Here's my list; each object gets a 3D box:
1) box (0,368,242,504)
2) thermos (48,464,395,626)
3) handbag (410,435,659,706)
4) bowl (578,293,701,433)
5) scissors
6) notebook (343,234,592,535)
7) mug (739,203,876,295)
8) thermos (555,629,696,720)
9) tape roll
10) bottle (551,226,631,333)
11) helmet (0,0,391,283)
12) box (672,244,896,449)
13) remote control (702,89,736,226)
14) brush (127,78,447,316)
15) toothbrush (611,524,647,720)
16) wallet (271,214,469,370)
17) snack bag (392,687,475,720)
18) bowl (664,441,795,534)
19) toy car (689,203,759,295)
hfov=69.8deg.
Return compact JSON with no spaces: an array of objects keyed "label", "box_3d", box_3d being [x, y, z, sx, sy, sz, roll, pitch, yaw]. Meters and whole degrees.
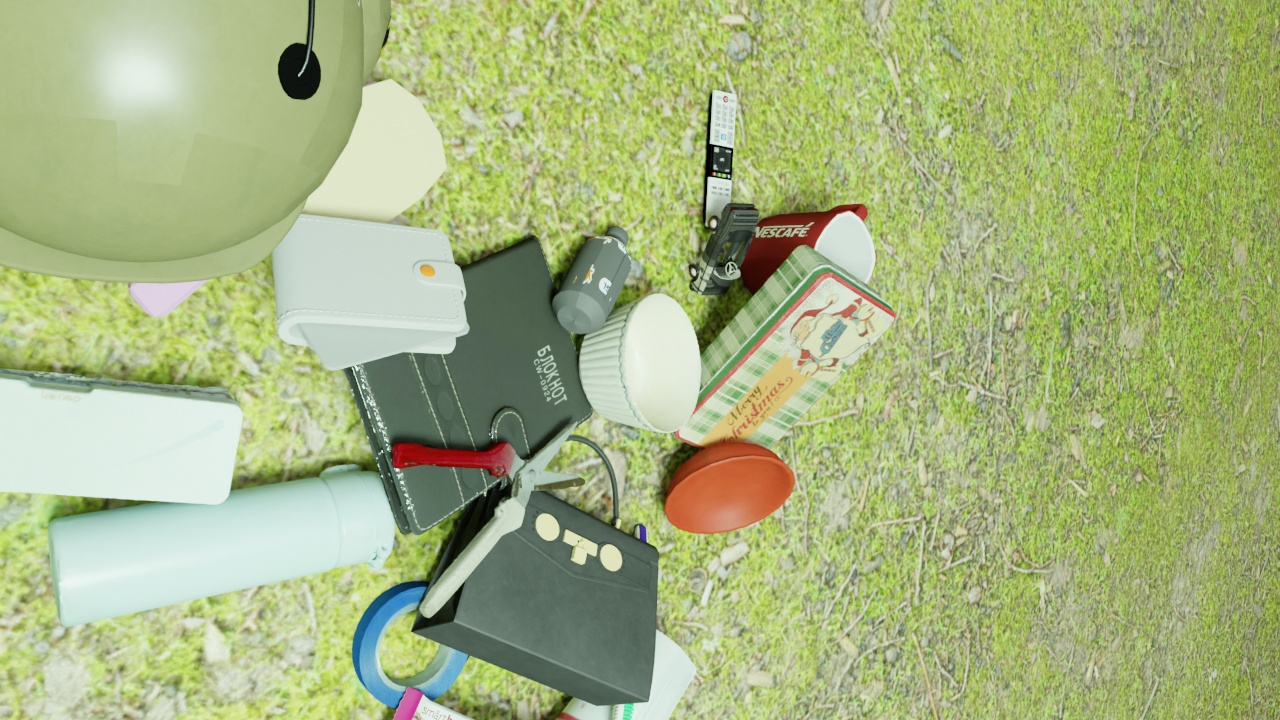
[{"label":"box","box_3d":[-0.340,0.044,0.530,0.198,0.067,0.083,8,69,-30]},{"label":"thermos","box_3d":[-0.263,0.116,0.601,0.206,0.065,0.078,-6,56,-36]},{"label":"handbag","box_3d":[-0.062,0.152,0.745,0.175,0.072,0.195,32,54,-25]},{"label":"bowl","box_3d":[-0.005,0.004,0.769,0.115,0.063,0.115,11,77,-55]},{"label":"scissors","box_3d":[-0.109,0.101,0.660,0.198,0.015,0.179,39,59,-47]},{"label":"notebook","box_3d":[-0.121,0.014,0.684,0.208,0.030,0.169,-33,113,-47]},{"label":"mug","box_3d":[0.167,-0.107,0.877,0.116,0.097,0.080,-49,120,-22]},{"label":"thermos","box_3d":[-0.043,0.331,0.777,0.219,0.099,0.099,-50,120,-29]},{"label":"tape roll","box_3d":[-0.175,0.219,0.706,0.091,0.016,0.093,-50,120,-22]},{"label":"bottle","box_3d":[-0.036,-0.070,0.753,0.047,0.047,0.112,50,43,-29]},{"label":"helmet","box_3d":[-0.254,-0.155,0.448,0.249,0.256,0.233,1,91,-35]},{"label":"box","box_3d":[0.122,0.002,0.820,0.117,0.050,0.206,27,116,-35]},{"label":"remote control","box_3d":[0.073,-0.186,0.853,0.028,0.012,0.124,0,94,-37]},{"label":"brush","box_3d":[-0.232,-0.105,0.615,0.228,0.043,0.089,-43,118,-26]},{"label":"toothbrush","box_3d":[-0.007,0.227,0.786,0.016,0.015,0.186,18,54,-14]},{"label":"wallet","box_3d":[-0.168,-0.037,0.579,0.118,0.038,0.115,3,51,-30]},{"label":"snack bag","box_3d":[-0.101,0.318,0.694,0.196,0.016,0.070,27,65,-8]},{"label":"bowl","box_3d":[0.078,0.112,0.843,0.122,0.122,0.035,23,37,-36]},{"label":"toy car","box_3d":[0.078,-0.099,0.833,0.040,0.037,0.092,-6,131,-37]}]
